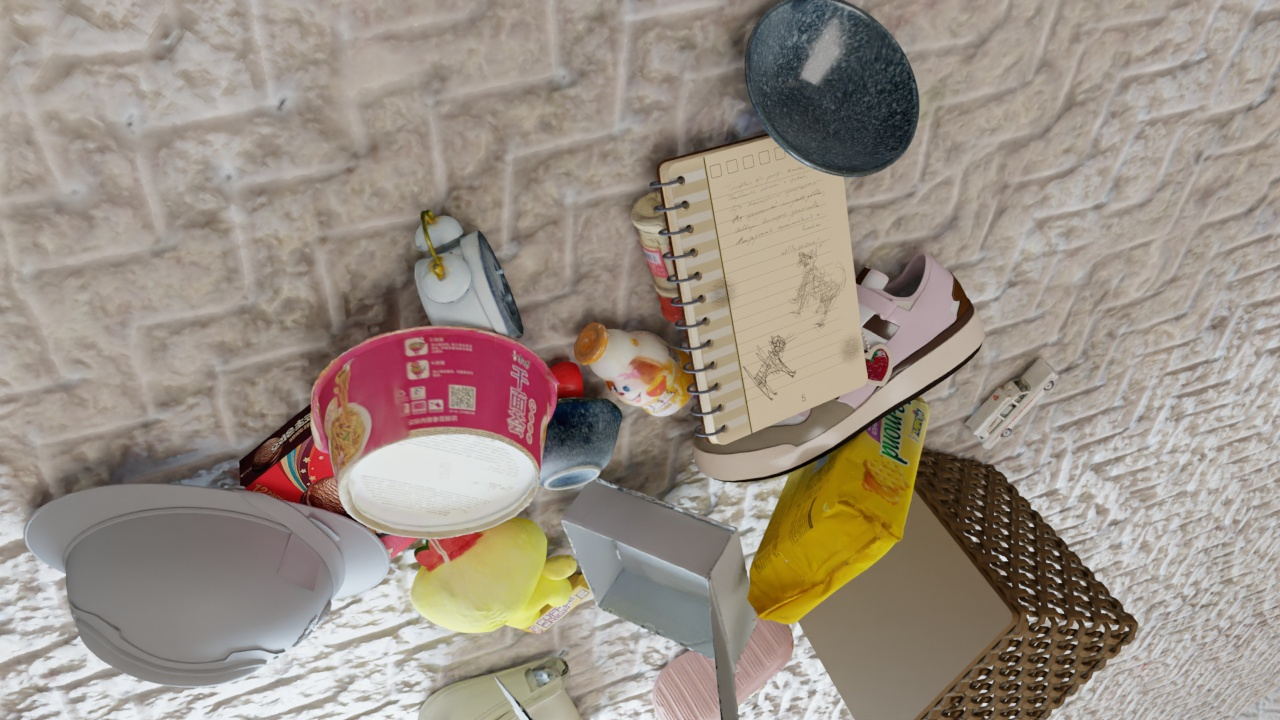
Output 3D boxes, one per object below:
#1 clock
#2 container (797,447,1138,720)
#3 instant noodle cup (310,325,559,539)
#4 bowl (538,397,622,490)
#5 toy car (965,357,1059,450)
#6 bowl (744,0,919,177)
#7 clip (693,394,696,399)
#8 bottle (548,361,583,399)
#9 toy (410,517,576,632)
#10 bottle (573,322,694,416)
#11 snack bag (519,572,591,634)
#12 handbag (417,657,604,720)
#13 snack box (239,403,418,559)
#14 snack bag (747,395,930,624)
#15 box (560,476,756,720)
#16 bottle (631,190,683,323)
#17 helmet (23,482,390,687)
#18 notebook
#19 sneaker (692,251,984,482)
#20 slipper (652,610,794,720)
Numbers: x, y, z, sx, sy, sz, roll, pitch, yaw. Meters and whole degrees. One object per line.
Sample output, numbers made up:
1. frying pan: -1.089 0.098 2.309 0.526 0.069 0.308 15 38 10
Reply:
1. clock: -0.125 -0.056 0.647 0.057 0.083 0.118 -22 135 1
2. container: 0.326 0.258 1.001 0.214 0.251 0.220 14 120 -34
3. instant noodle cup: -0.144 0.062 0.657 0.178 0.077 0.179 -8 142 -6
4. bowl: -0.064 0.076 0.776 0.110 0.055 0.110 -14 157 -6
5. toy car: 0.407 0.045 1.012 0.039 0.039 0.113 28 113 -16
6. bowl: 0.126 -0.185 0.658 0.137 0.137 0.057 -6 169 -21
7. clip: 0.075 0.026 0.856 0.051 0.013 0.032 -37 135 3
8. bottle: -0.108 0.026 0.753 0.119 0.036 0.036 -9 130 -18
9. toy: -0.133 0.210 0.864 0.134 0.092 0.207 -35 152 4
10. bottle: -0.005 0.004 0.766 0.108 0.063 0.063 27 113 -39
11. snack bag: -0.088 0.257 0.967 0.099 0.020 0.026 -40 132 10
12. handbag: -0.126 0.448 1.043 0.184 0.132 0.229 -29 136 -8
13. snack box: -0.220 0.090 0.755 0.133 0.035 0.152 -37 133 8
14. snack bag: 0.183 0.125 0.850 0.068 0.246 0.160 40 126 0
15. box: 0.032 0.262 0.807 0.165 0.329 0.167 -14 133 2
16. bottle: 0.025 -0.080 0.723 0.044 0.044 0.109 -25 133 -4
17. helmet: -0.332 0.194 0.707 0.271 0.117 0.184 16 133 -27
18. notebook: 0.098 -0.057 0.713 0.167 0.024 0.226 -19 110 -23
19. sneaker: 0.165 0.000 0.828 0.294 0.111 0.116 -28 112 1
20. slipper: 0.109 0.387 1.126 0.197 0.093 0.081 -38 144 7
